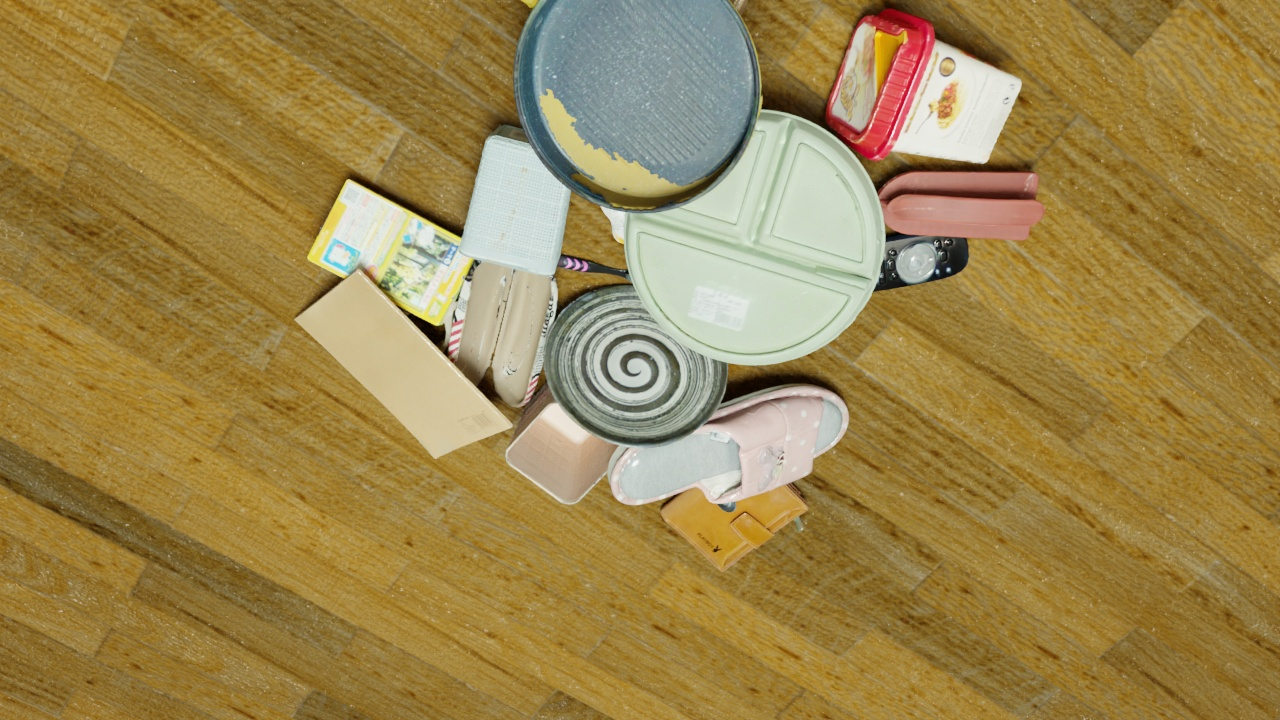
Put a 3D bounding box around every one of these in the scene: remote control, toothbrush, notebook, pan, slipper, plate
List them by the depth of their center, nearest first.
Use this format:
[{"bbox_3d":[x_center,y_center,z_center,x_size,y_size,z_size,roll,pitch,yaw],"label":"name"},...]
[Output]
[{"bbox_3d":[-0.064,-0.262,0.703,0.357,0.078,0.198,42,118,-9],"label":"pan"},{"bbox_3d":[0.096,-0.101,0.802,0.230,0.027,0.230,4,109,11],"label":"plate"},{"bbox_3d":[-0.005,0.005,0.889,0.179,0.179,0.024,11,152,-3],"label":"plate"},{"bbox_3d":[0.248,-0.097,0.893,0.136,0.024,0.053,-10,112,4],"label":"remote control"},{"bbox_3d":[-0.076,-0.097,0.908,0.189,0.017,0.014,12,105,-2],"label":"toothbrush"},{"bbox_3d":[0.098,0.092,0.914,0.274,0.054,0.114,-10,127,-23],"label":"slipper"},{"bbox_3d":[-0.241,0.011,0.925,0.150,0.012,0.211,-22,117,46],"label":"notebook"}]

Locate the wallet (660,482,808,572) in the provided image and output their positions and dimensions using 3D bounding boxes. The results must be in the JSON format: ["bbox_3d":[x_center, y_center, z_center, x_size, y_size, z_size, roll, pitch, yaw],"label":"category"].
[{"bbox_3d":[0.109,0.167,1.021,0.131,0.035,0.119,-41,101,18],"label":"wallet"}]

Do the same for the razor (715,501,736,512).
[{"bbox_3d":[0.047,0.115,0.989,0.143,0.022,0.043,39,98,0],"label":"razor"}]

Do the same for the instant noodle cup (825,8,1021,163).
[{"bbox_3d":[0.244,-0.228,0.791,0.124,0.116,0.117,9,116,-16],"label":"instant noodle cup"}]

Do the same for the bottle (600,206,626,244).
[{"bbox_3d":[-0.011,-0.161,0.849,0.063,0.063,0.108,-20,114,11],"label":"bottle"}]

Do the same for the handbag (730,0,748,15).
[{"bbox_3d":[0.008,-0.301,0.768,0.148,0.099,0.205,32,112,-4],"label":"handbag"}]

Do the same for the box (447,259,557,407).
[{"bbox_3d":[-0.136,-0.026,0.909,0.085,0.075,0.162,26,116,19],"label":"box"}]

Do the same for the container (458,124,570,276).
[{"bbox_3d":[-0.108,-0.150,0.846,0.090,0.090,0.112,14,112,-5],"label":"container"}]

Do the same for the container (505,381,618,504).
[{"bbox_3d":[-0.073,0.068,0.933,0.090,0.110,0.090,38,111,-15],"label":"container"}]

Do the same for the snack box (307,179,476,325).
[{"bbox_3d":[-0.235,-0.103,0.883,0.140,0.033,0.087,27,94,-4],"label":"snack box"}]

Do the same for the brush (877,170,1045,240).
[{"bbox_3d":[0.289,-0.144,0.844,0.146,0.069,0.063,2,110,1],"label":"brush"}]

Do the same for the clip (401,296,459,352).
[{"bbox_3d":[-0.209,-0.052,0.924,0.098,0.035,0.100,17,110,-8],"label":"clip"}]
